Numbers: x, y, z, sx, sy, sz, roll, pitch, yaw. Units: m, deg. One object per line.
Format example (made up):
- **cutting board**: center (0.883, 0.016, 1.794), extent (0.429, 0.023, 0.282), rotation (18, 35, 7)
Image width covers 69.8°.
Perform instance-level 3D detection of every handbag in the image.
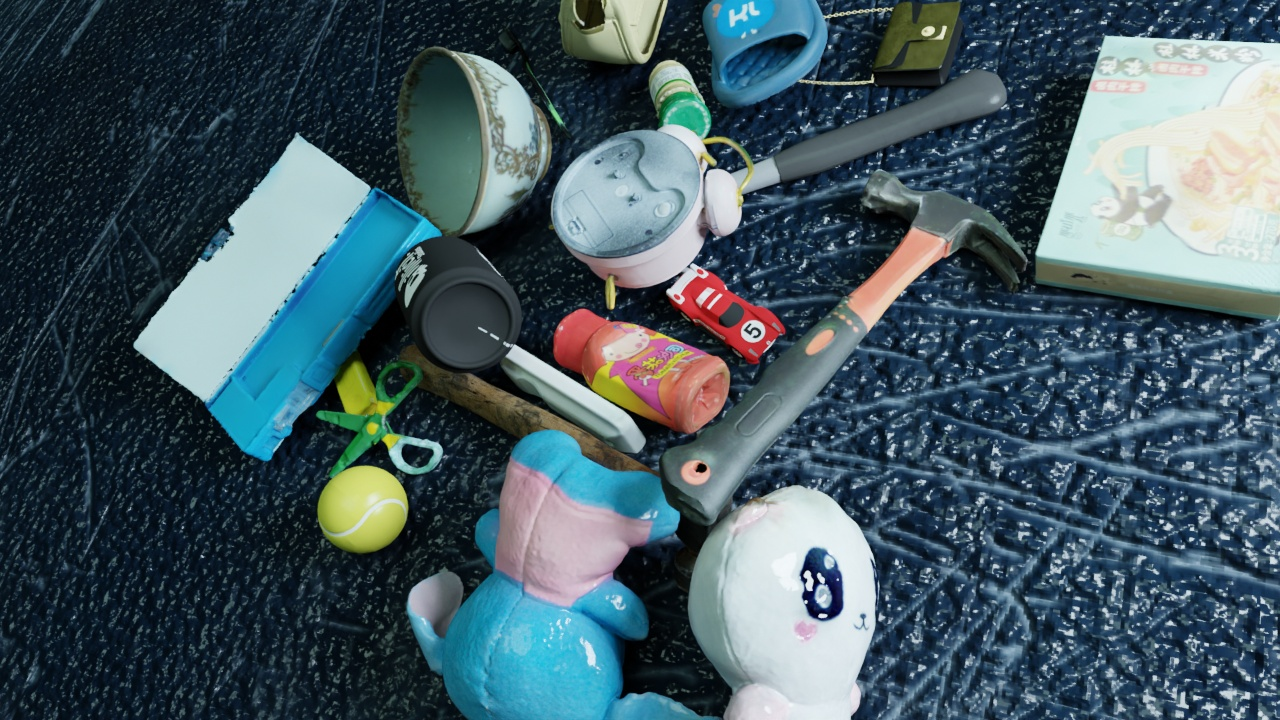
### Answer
- **handbag**: center (0.173, -0.267, 0.775), extent (0.178, 0.027, 0.084), rotation (10, 66, 30)
- **handbag**: center (-0.022, -0.375, 0.827), extent (0.088, 0.191, 0.232), rotation (10, 79, 8)

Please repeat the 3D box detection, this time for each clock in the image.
- **clock**: center (0.011, -0.122, 0.700), extent (0.158, 0.059, 0.116), rotation (-34, 56, -1)

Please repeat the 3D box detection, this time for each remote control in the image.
- **remote control**: center (-0.055, 0.029, 0.685), extent (0.133, 0.050, 0.022), rotation (29, 75, 32)

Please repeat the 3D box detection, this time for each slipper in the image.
- **slipper**: center (0.103, -0.301, 0.792), extent (0.104, 0.059, 0.213), rotation (-15, 51, 20)

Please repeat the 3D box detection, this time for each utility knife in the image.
- **utility knife**: center (-0.268, -0.015, 0.813), extent (0.029, 0.020, 0.174), rotation (-35, 57, 4)

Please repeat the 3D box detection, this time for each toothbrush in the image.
- **toothbrush**: center (-0.104, -0.270, 0.892), extent (0.017, 0.014, 0.188), rotation (-38, 55, 14)

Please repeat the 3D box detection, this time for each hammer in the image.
- **hammer**: center (0.125, -0.016, 0.581), extent (0.133, 0.033, 0.332), rotation (31, 55, 28)
- **hammer**: center (0.132, -0.157, 0.728), extent (0.311, 0.029, 0.124), rotation (-19, 57, 11)
- **hammer**: center (-0.070, 0.045, 0.665), extent (0.331, 0.120, 0.033), rotation (23, 33, 36)

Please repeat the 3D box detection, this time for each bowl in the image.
- **bowl**: center (-0.136, -0.188, 0.798), extent (0.093, 0.160, 0.160), rotation (-11, 46, -37)

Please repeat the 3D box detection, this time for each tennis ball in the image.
- **tennis ball**: center (-0.209, 0.112, 0.692), extent (0.065, 0.065, 0.065), rotation (-10, 60, 17)

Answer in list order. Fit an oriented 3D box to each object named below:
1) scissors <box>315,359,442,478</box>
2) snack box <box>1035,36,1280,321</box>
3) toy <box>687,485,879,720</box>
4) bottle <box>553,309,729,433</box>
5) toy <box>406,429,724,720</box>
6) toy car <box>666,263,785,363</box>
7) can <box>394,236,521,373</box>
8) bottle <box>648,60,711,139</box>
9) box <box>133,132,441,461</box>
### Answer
- **scissors**: center (-0.208, 0.060, 0.740), extent (0.127, 0.011, 0.123), rotation (-46, 74, 15)
- **snack box**: center (0.361, -0.128, 0.610), extent (0.142, 0.044, 0.193), rotation (14, 70, 29)
- **toy**: center (0.083, 0.161, 0.518), extent (0.102, 0.138, 0.179), rotation (-17, 67, 36)
- **bottle**: center (-0.004, 0.004, 0.675), extent (0.134, 0.048, 0.071), rotation (24, 40, 31)
- **toy**: center (-0.045, 0.150, 0.574), extent (0.224, 0.098, 0.191), rotation (17, 89, 29)
- **toy car**: center (0.063, -0.035, 0.689), extent (0.038, 0.025, 0.089), rotation (-47, 57, -8)
- **can**: center (-0.145, -0.048, 0.714), extent (0.080, 0.080, 0.146), rotation (-41, 27, -4)
- **bottle**: center (0.031, -0.219, 0.778), extent (0.043, 0.043, 0.109), rotation (-22, 36, 9)
- **box**: center (-0.304, -0.056, 0.806), extent (0.175, 0.060, 0.243), rotation (35, 85, 19)
